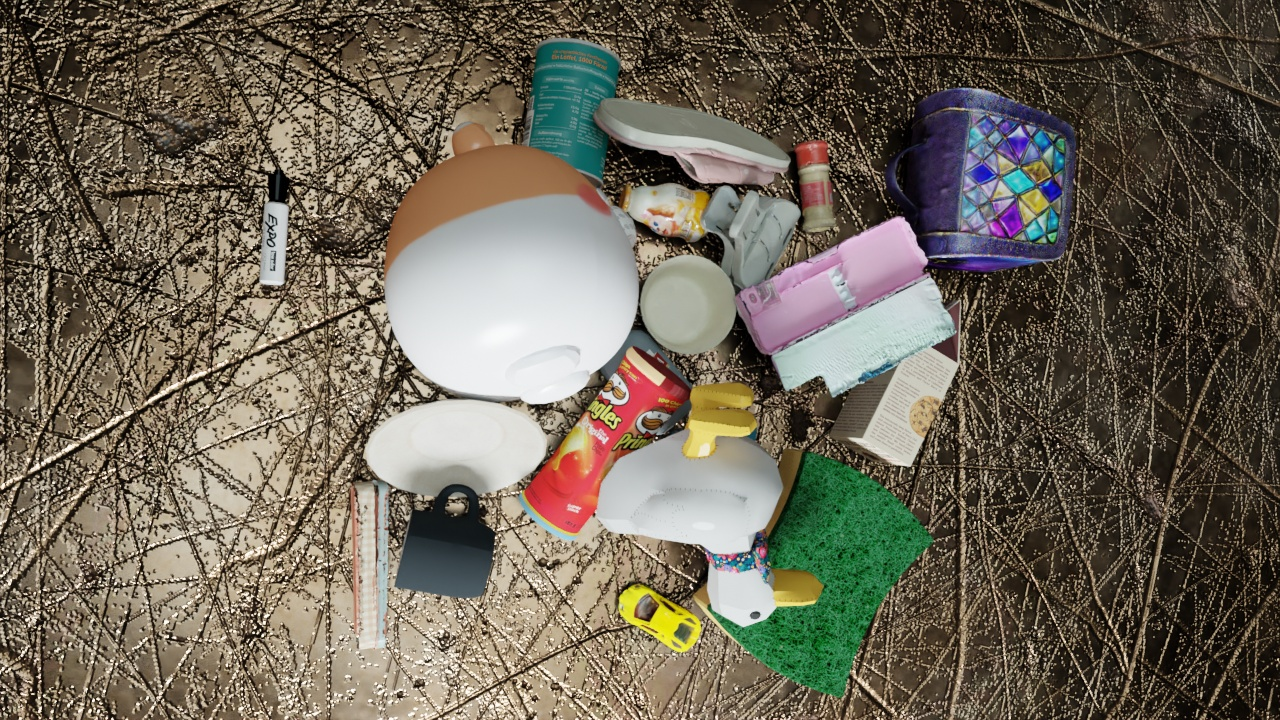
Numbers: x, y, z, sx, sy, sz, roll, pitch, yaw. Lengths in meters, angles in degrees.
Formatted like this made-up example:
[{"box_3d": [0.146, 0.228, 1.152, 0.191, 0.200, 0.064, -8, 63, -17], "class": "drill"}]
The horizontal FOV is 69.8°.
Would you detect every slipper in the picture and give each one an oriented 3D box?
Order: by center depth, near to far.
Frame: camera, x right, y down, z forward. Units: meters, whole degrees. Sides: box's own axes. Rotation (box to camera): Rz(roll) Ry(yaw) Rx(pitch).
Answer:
[{"box_3d": [0.061, -0.246, 1.057, 0.273, 0.114, 0.055, 2, 127, -36], "class": "slipper"}]

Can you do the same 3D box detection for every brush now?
[{"box_3d": [0.208, 0.250, 1.105, 0.195, 0.075, 0.250, 35, 81, -9], "class": "brush"}]

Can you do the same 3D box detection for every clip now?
[{"box_3d": [0.136, -0.144, 1.084, 0.147, 0.082, 0.125, 42, 72, -52], "class": "clip"}]

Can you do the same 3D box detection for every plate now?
[{"box_3d": [-0.197, 0.089, 0.986, 0.188, 0.189, 0.027, -1, 52, -13], "class": "plate"}]

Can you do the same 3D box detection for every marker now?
[{"box_3d": [-0.401, -0.147, 1.007, 0.025, 0.025, 0.126, 3, 87, -13], "class": "marker"}]

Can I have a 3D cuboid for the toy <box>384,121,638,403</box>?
[{"box_3d": [-0.131, -0.096, 0.950, 0.265, 0.263, 0.280, -18, 72, -1], "class": "toy"}]

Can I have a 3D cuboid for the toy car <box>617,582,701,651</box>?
[{"box_3d": [0.021, 0.303, 1.085, 0.107, 0.030, 0.049, 32, 83, -8], "class": "toy car"}]

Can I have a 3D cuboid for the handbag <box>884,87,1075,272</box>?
[{"box_3d": [0.408, -0.213, 1.141, 0.222, 0.125, 0.204, 8, 87, -15], "class": "handbag"}]

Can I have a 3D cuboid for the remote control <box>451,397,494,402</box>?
[{"box_3d": [-0.215, 0.074, 1.040, 0.114, 0.028, 0.060, -9, 90, -12], "class": "remote control"}]

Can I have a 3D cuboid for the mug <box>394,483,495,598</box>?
[{"box_3d": [-0.210, 0.197, 1.010, 0.094, 0.085, 0.121, 14, 79, -13], "class": "mug"}]

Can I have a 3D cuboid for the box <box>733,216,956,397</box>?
[{"box_3d": [0.243, -0.054, 1.066, 0.230, 0.035, 0.159, -26, 84, -11], "class": "box"}]

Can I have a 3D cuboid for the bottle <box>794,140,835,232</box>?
[{"box_3d": [0.217, -0.216, 1.140, 0.044, 0.044, 0.109, -6, 90, -13], "class": "bottle"}]

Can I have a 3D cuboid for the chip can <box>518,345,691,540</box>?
[{"box_3d": [-0.040, 0.092, 1.022, 0.087, 0.087, 0.213, 37, 97, -9], "class": "chip can"}]

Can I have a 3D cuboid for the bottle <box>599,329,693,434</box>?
[{"box_3d": [-0.006, 0.006, 1.080, 0.072, 0.046, 0.161, -42, 97, -11], "class": "bottle"}]

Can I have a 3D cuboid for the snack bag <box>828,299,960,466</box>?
[{"box_3d": [0.324, 0.020, 1.129, 0.070, 0.094, 0.206, 29, 82, -10], "class": "snack bag"}]

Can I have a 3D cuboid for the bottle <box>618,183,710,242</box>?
[{"box_3d": [0.030, -0.179, 1.086, 0.108, 0.063, 0.063, 11, 86, -12], "class": "bottle"}]

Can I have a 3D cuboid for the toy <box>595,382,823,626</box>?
[{"box_3d": [0.076, 0.162, 0.979, 0.247, 0.140, 0.268, 2, 110, 4], "class": "toy"}]

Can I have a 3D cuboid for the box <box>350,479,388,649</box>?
[{"box_3d": [-0.302, 0.224, 1.006, 0.058, 0.053, 0.186, -2, 87, 28], "class": "box"}]

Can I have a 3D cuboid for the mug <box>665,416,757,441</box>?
[{"box_3d": [0.074, 0.121, 1.074, 0.112, 0.084, 0.104, 7, 95, -19], "class": "mug"}]

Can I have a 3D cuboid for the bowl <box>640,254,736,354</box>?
[{"box_3d": [0.049, -0.064, 1.087, 0.115, 0.062, 0.115, 0, 88, -13], "class": "bowl"}]

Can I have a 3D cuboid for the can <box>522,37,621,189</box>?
[{"box_3d": [-0.081, -0.276, 1.045, 0.099, 0.099, 0.144, 9, 86, -12], "class": "can"}]
